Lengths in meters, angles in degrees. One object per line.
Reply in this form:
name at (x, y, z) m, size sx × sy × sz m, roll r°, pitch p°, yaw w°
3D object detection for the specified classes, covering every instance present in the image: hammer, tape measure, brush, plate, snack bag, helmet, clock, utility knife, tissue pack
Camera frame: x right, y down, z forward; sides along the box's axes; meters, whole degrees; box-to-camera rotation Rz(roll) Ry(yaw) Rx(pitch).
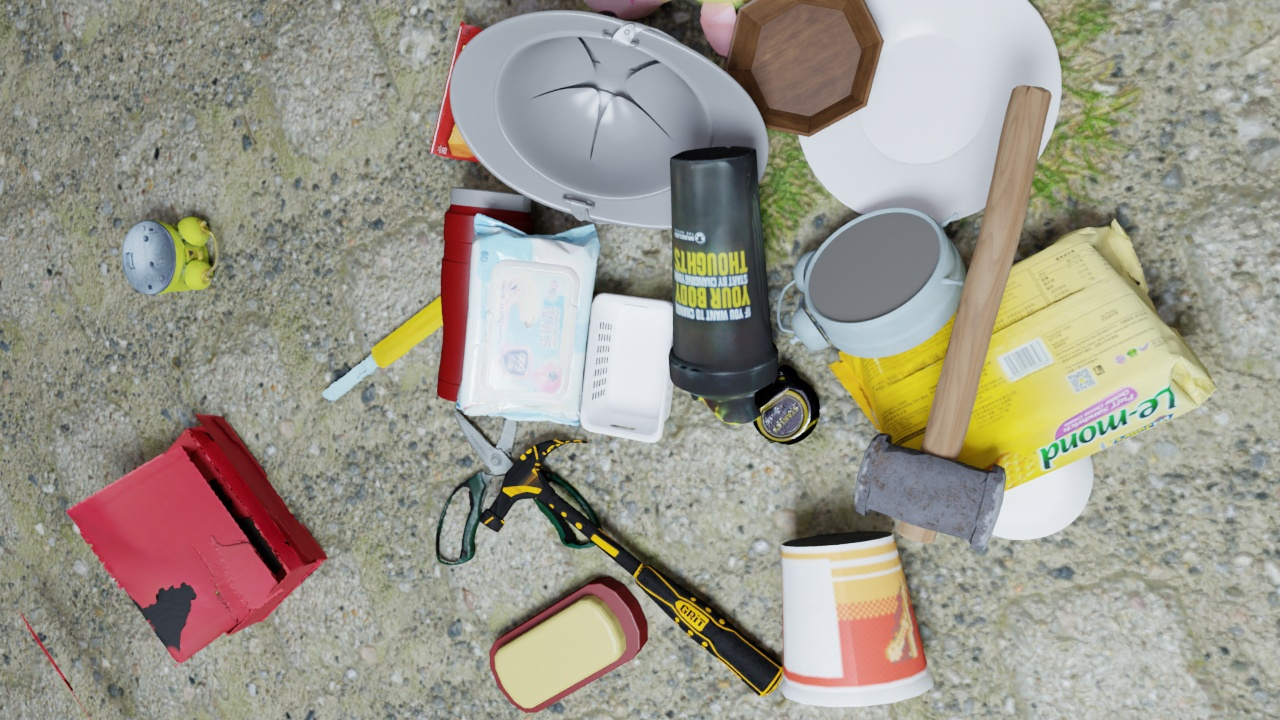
hammer at (0.002, 0.197, 0.863) m, size 0.320 × 0.036 × 0.123 m, roll 37°, pitch 82°, yaw 11°
tape measure at (0.128, 0.044, 0.812) m, size 0.062 × 0.034 × 0.061 m, roll -45°, pitch 76°, yaw 19°
brush at (-0.076, 0.284, 0.903) m, size 0.174 × 0.041 × 0.082 m, roll -35°, pitch 82°, yaw 19°
plate at (0.137, -0.252, 0.767) m, size 0.131 × 0.025 × 0.131 m, roll 3°, pitch 98°, yaw 19°
snack bag at (0.281, 0.008, 0.704) m, size 0.248 × 0.068 × 0.159 m, roll -30°, pitch 58°, yaw 20°
helmet at (-0.021, -0.226, 0.805) m, size 0.271 × 0.117 × 0.184 m, roll 15°, pitch 130°, yaw -6°
clock at (-0.522, -0.116, 1.028) m, size 0.119 × 0.057 × 0.083 m, roll -6°, pitch 92°, yaw 21°
utility knife at (-0.254, -0.019, 0.957) m, size 0.225 × 0.019 × 0.030 m, roll -33°, pitch 77°, yaw 15°
hammer at (0.237, -0.031, 0.647) m, size 0.098 × 0.052 × 0.328 m, roll 16°, pitch 92°, yaw 25°
snack bag at (-0.122, -0.243, 0.878) m, size 0.144 × 0.039 × 0.131 m, roll 18°, pitch 100°, yaw 12°
clock at (0.183, -0.061, 0.743) m, size 0.160 × 0.045 × 0.122 m, roll -15°, pitch 48°, yaw 31°
tissue pack at (-0.100, -0.036, 0.815) m, size 0.112 × 0.070 × 0.182 m, roll 5°, pitch 101°, yaw -11°
plate at (0.234, -0.217, 0.761) m, size 0.209 × 0.015 × 0.208 m, roll 2°, pitch 95°, yaw 20°

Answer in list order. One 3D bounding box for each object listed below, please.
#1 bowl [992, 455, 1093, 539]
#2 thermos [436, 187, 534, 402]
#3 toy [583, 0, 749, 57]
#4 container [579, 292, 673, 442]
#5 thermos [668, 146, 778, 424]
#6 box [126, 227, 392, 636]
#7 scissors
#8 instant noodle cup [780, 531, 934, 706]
bowl at (0.305, 0.093, 0.741) m, size 0.115 × 0.050 × 0.115 m, roll 2°, pitch 95°, yaw 20°
thermos at (-0.139, -0.061, 0.876) m, size 0.108 × 0.083 × 0.199 m, roll 9°, pitch 100°, yaw 20°
toy at (0.051, -0.355, 0.775) m, size 0.239 × 0.087 × 0.190 m, roll -19°, pitch 126°, yaw 31°
container at (-0.005, 0.005, 0.850) m, size 0.081 × 0.049 × 0.129 m, roll 9°, pitch 97°, yaw 19°
thermos at (0.066, -0.063, 0.770) m, size 0.098 × 0.097 × 0.221 m, roll 2°, pitch 112°, yaw 20°
box at (-0.397, 0.100, 0.911) m, size 0.214 × 0.170 × 0.480 m, roll 51°, pitch 146°, yaw 9°
scissors at (-0.146, 0.147, 0.934) m, size 0.201 × 0.015 × 0.205 m, roll 47°, pitch 109°, yaw 10°
instant noodle cup at (0.173, 0.211, 0.770) m, size 0.124 × 0.123 × 0.121 m, roll -9°, pitch 84°, yaw 21°
